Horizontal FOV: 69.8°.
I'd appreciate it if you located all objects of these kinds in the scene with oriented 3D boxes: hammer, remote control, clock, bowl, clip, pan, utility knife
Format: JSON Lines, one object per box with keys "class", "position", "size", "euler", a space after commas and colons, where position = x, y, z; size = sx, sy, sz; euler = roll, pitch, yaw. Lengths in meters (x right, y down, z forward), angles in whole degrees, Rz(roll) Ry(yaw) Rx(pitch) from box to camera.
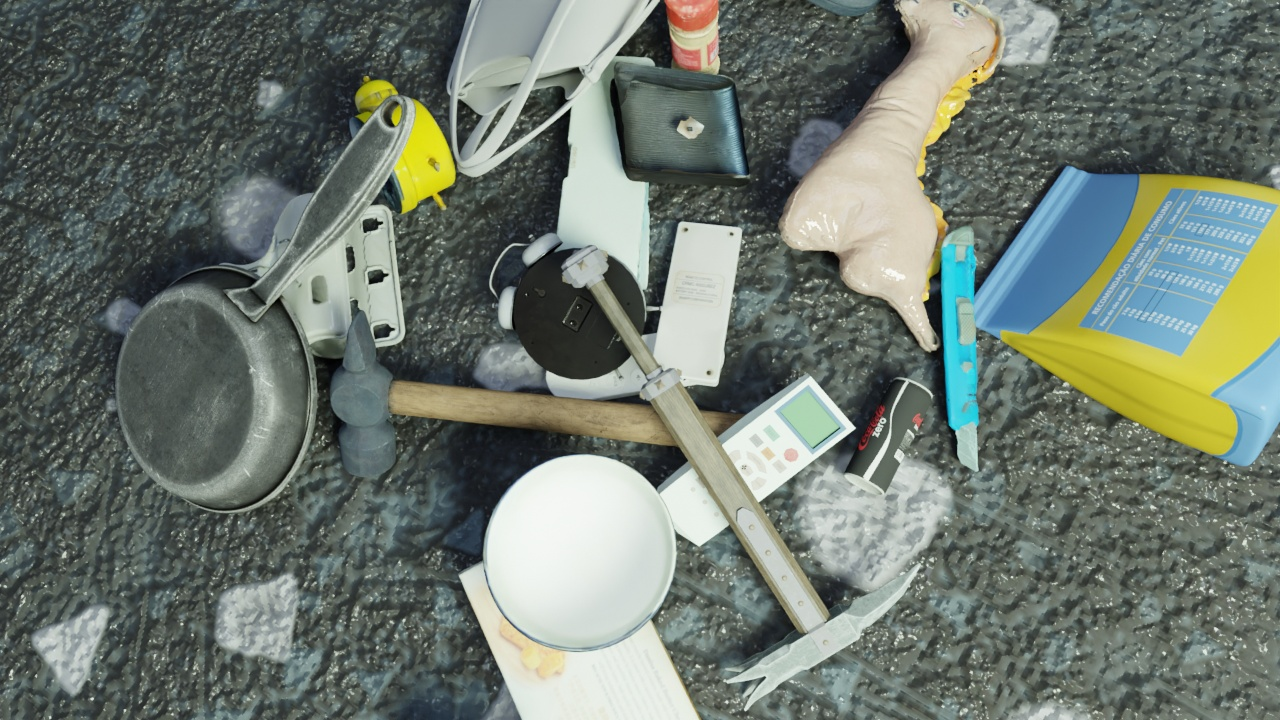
{"class": "hammer", "position": [0.046, 0.058, 0.608], "size": [0.147, 0.028, 0.317], "euler": [-33, 91, 5]}
{"class": "remote control", "position": [-0.004, 0.004, 0.697], "size": [0.136, 0.013, 0.043], "euler": [-10, 73, 4]}
{"class": "clock", "position": [-0.052, -0.041, 0.669], "size": [0.122, 0.035, 0.094], "euler": [30, 101, 1]}
{"class": "clock", "position": [-0.197, -0.173, 0.735], "size": [0.057, 0.083, 0.118], "euler": [-31, 70, -20]}
{"class": "bowl", "position": [-0.034, 0.122, 0.579], "size": [0.118, 0.062, 0.118], "euler": [-2, 73, 5]}
{"class": "clip", "position": [-0.267, -0.065, 0.716], "size": [0.152, 0.097, 0.126], "euler": [-8, 70, -7]}
{"class": "hammer", "position": [-0.059, 0.038, 0.658], "size": [0.322, 0.129, 0.040], "euler": [6, 35, -1]}
{"class": "remote control", "position": [0.075, 0.069, 0.637], "size": [0.143, 0.024, 0.049], "euler": [-40, 103, 13]}
{"class": "remote control", "position": [0.043, -0.045, 0.696], "size": [0.050, 0.011, 0.135], "euler": [7, 64, 9]}
{"class": "pan", "position": [-0.272, -0.043, 0.666], "size": [0.187, 0.055, 0.357], "euler": [41, 106, 17]}
{"class": "utility knife", "position": [0.231, -0.010, 0.658], "size": [0.031, 0.015, 0.178], "euler": [0, 87, -16]}

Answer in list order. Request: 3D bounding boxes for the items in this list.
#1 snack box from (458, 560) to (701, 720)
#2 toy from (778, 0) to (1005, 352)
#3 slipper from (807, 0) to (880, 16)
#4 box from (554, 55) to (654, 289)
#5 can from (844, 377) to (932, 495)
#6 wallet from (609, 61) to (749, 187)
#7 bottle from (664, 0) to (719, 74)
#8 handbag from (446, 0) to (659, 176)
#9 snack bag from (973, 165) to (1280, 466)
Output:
{"class": "snack box", "position": [-0.030, 0.213, 0.614], "size": [0.104, 0.057, 0.207], "euler": [-28, 73, -3]}
{"class": "toy", "position": [0.218, -0.157, 0.702], "size": [0.196, 0.065, 0.263], "euler": [42, 74, -3]}
{"class": "slipper", "position": [0.083, -0.363, 0.769], "size": [0.263, 0.082, 0.101], "euler": [29, 82, -6]}
{"class": "box", "position": [-0.024, -0.149, 0.729], "size": [0.083, 0.066, 0.198], "euler": [-6, 70, 25]}
{"class": "can", "position": [0.176, 0.053, 0.651], "size": [0.031, 0.031, 0.080], "euler": [27, 78, 14]}
{"class": "wallet", "position": [0.030, -0.180, 0.715], "size": [0.114, 0.026, 0.089], "euler": [-1, 76, -27]}
{"class": "bottle", "position": [0.042, -0.259, 0.720], "size": [0.044, 0.109, 0.044], "euler": [-1, 76, 5]}
{"class": "handbag", "position": [-0.081, -0.241, 0.698], "size": [0.216, 0.095, 0.222], "euler": [9, 71, 50]}
{"class": "snack bag", "position": [0.354, -0.047, 0.634], "size": [0.205, 0.102, 0.159], "euler": [31, 78, 35]}
